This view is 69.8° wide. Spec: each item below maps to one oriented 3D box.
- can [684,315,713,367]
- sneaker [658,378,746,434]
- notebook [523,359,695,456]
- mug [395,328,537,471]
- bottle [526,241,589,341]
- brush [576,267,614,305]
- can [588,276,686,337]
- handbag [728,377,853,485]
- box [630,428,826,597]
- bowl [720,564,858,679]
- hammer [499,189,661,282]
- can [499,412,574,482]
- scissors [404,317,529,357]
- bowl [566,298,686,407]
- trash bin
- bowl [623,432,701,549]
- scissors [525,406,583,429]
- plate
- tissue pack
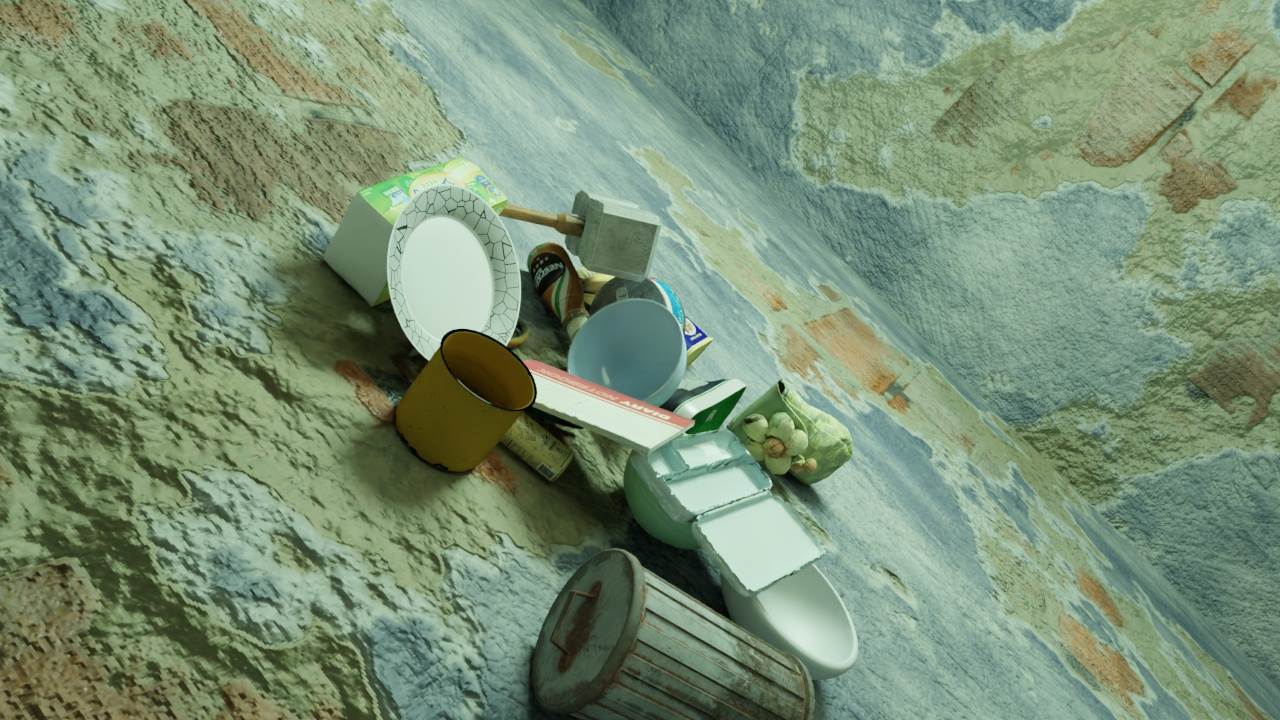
[{"bbox_3d":[0.046,-0.037,1.372,0.092,0.057,0.116,44,23,8],"label":"can"},{"bbox_3d":[0.072,0.053,1.231,0.079,0.084,0.234,36,21,19],"label":"sneaker"},{"bbox_3d":[-0.060,0.043,0.966,0.209,0.012,0.152,20,13,17],"label":"notebook"},{"bbox_3d":[-0.156,0.040,0.857,0.123,0.094,0.100,7,42,-51],"label":"mug"},{"bbox_3d":[-0.102,-0.087,1.217,0.059,0.059,0.167,20,32,-42],"label":"bottle"},{"bbox_3d":[-0.040,-0.105,1.351,0.043,0.059,0.195,42,19,23],"label":"brush"},{"bbox_3d":[-0.006,-0.048,1.210,0.044,0.130,0.130,6,42,-55],"label":"can"},{"bbox_3d":[0.223,0.117,1.318,0.186,0.113,0.116,35,31,-20],"label":"handbag"},{"bbox_3d":[0.096,0.152,0.957,0.189,0.037,0.208,53,27,18],"label":"box"},{"bbox_3d":[0.146,0.268,0.978,0.176,0.066,0.176,35,24,-18],"label":"bowl"},{"bbox_3d":[-0.149,-0.183,1.147,0.317,0.083,0.162,10,14,-17],"label":"hammer"},{"bbox_3d":[-0.109,0.084,0.929,0.079,0.038,0.038,40,23,-6],"label":"can"},{"bbox_3d":[-0.211,-0.047,1.027,0.216,0.016,0.224,46,25,7],"label":"scissors"},{"bbox_3d":[-0.007,0.007,1.121,0.150,0.150,0.075,60,6,35],"label":"bowl"},{"bbox_3d":[0.021,0.248,0.734,0.211,0.131,0.130,34,24,-22],"label":"trash bin"},{"bbox_3d":[0.038,0.148,1.002,0.151,0.077,0.150,34,25,-18],"label":"bowl"},{"bbox_3d":[-0.120,0.042,1.010,0.126,0.019,0.143,40,17,4],"label":"scissors"},{"bbox_3d":[-0.189,-0.082,0.928,0.188,0.016,0.188,8,81,-57],"label":"plate"},{"bbox_3d":[-0.217,-0.122,0.998,0.141,0.121,0.197,43,40,3],"label":"tissue pack"}]
